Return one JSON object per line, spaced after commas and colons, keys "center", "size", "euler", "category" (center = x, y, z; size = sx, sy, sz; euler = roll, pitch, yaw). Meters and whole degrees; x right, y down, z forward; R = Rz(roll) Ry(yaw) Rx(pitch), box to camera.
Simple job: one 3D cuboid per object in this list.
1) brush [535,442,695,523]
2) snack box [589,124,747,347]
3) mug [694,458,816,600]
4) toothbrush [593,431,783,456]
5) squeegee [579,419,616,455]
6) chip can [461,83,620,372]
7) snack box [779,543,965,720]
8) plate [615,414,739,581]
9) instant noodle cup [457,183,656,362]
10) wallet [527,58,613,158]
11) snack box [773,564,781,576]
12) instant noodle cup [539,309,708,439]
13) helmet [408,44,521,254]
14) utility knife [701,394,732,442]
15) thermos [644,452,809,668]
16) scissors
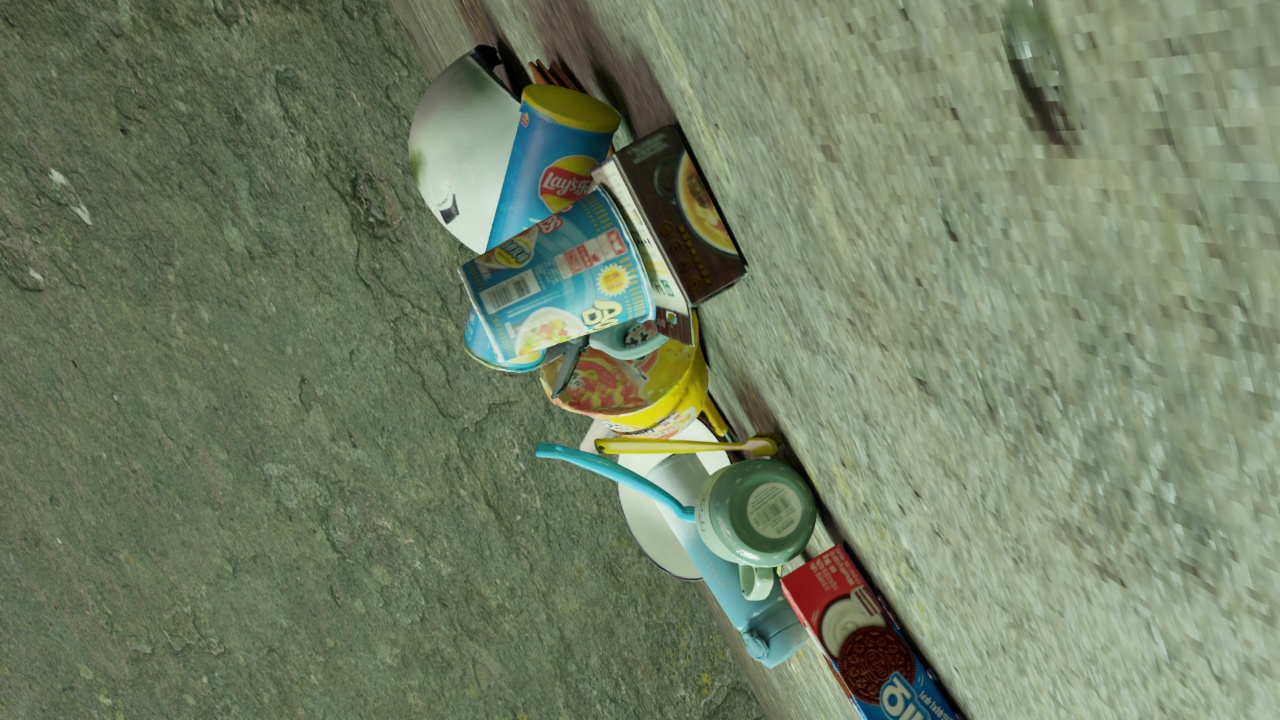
{"center": [0.026, 0.122, 0.829], "size": [0.254, 0.046, 0.083], "euler": [22, -168, -7], "category": "brush"}
{"center": [0.016, -0.080, 0.596], "size": [0.125, 0.053, 0.113], "euler": [61, 174, -11], "category": "snack box"}
{"center": [0.091, 0.135, 0.732], "size": [0.106, 0.082, 0.111], "euler": [123, 147, -79], "category": "mug"}
{"center": [0.034, 0.069, 0.761], "size": [0.191, 0.016, 0.016], "euler": [-5, 111, 41], "category": "toothbrush"}
{"center": [-0.060, -0.027, 1.098], "size": [0.248, 0.040, 0.249], "euler": [126, 141, -62], "category": "squeegee"}
{"center": [-0.080, -0.095, 0.694], "size": [0.071, 0.071, 0.211], "euler": [55, 133, 46], "category": "chip can"}
{"center": [0.180, 0.236, 0.661], "size": [0.207, 0.058, 0.057], "euler": [58, 176, 26], "category": "snack box"}
{"center": [0.050, 0.140, 0.997], "size": [0.193, 0.039, 0.192], "euler": [11, 106, 46], "category": "plate"}
{"center": [-0.059, -0.051, 0.614], "size": [0.099, 0.110, 0.099], "euler": [155, 91, -83], "category": "instant noodle cup"}
{"center": [-0.050, -0.182, 0.784], "size": [0.107, 0.031, 0.132], "euler": [56, 171, 29], "category": "wallet"}
{"center": [0.117, 0.235, 1.116], "size": [0.114, 0.063, 0.240], "euler": [59, 173, 25], "category": "snack box"}
{"center": [-0.005, 0.005, 0.807], "size": [0.138, 0.138, 0.110], "euler": [58, -179, 29], "category": "instant noodle cup"}
{"center": [-0.174, -0.211, 1.061], "size": [0.230, 0.157, 0.274], "euler": [58, 173, 32], "category": "helmet"}
{"center": [0.051, 0.022, 0.926], "size": [0.170, 0.015, 0.033], "euler": [59, 177, 27], "category": "utility knife"}
{"center": [0.083, 0.189, 0.890], "size": [0.220, 0.070, 0.070], "euler": [56, 172, 24], "category": "thermos"}
{"center": [-0.031, -0.057, 0.749], "size": [0.019, 0.171, 0.180], "euler": [27, -136, -47], "category": "scissors"}
